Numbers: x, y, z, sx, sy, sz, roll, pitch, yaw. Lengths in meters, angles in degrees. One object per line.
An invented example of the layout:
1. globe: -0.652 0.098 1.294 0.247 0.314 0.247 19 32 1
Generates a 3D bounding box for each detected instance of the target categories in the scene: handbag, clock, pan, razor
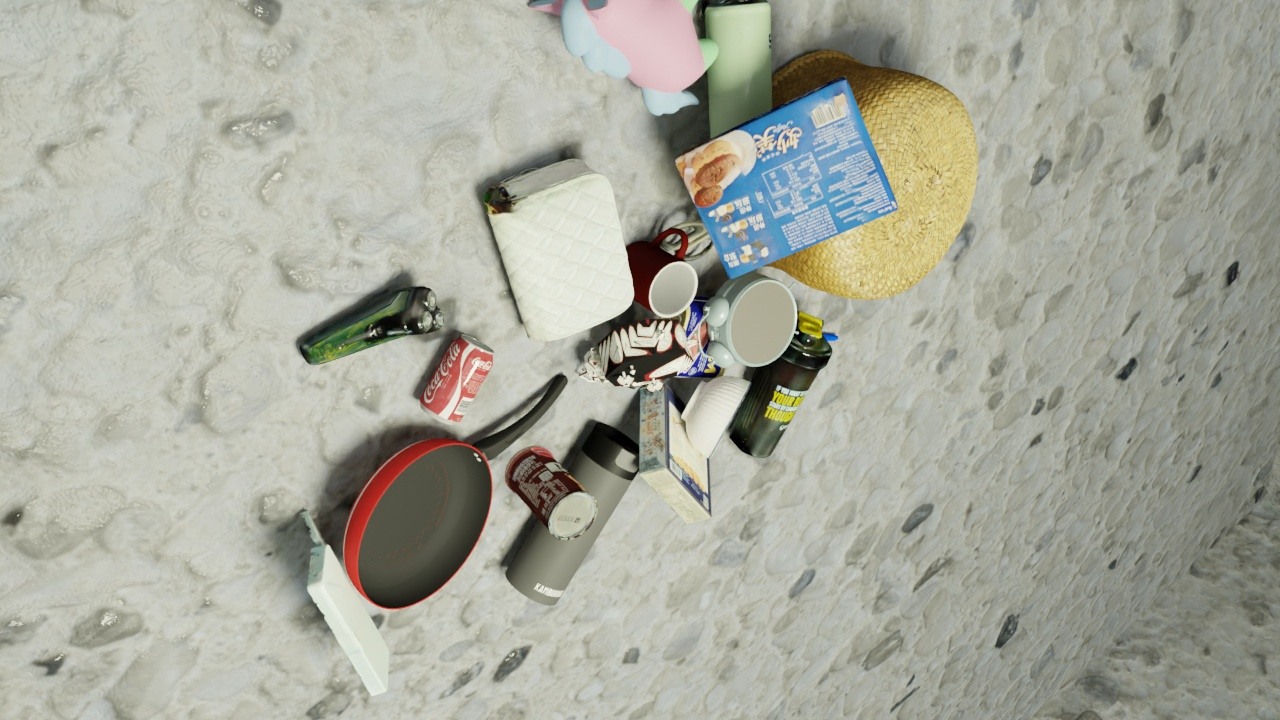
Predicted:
1. handbag: -0.093 -0.127 1.057 0.138 0.072 0.195 -23 127 -15
2. clock: 0.140 -0.050 1.210 0.159 0.045 0.123 -20 114 -29
3. pan: -0.216 0.138 1.108 0.355 0.067 0.209 -51 147 -26
4. clock: -0.007 0.006 1.162 0.155 0.065 0.114 -25 157 31
5. razor: -0.284 -0.032 0.971 0.151 0.067 0.054 -24 123 -14

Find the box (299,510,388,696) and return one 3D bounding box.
1. box: -0.337 0.277 1.053 0.040 0.134 0.197 -18 125 -8

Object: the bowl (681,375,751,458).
1. bowl: 0.096 0.067 1.242 0.118 0.062 0.118 -60 174 -11

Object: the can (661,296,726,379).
1. can: 0.074 -0.032 1.242 0.092 0.056 0.116 2 113 -36

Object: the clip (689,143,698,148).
1. clip: 0.080 -0.252 1.158 0.058 0.050 0.102 21 100 -34

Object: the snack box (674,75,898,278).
1. snack box: 0.165 -0.205 1.037 0.203 0.069 0.155 -22 106 19

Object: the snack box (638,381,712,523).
1. snack box: 0.049 0.127 1.257 0.043 0.144 0.144 -19 136 22

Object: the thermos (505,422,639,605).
1. thermos: -0.086 0.206 1.236 0.082 0.082 0.240 27 96 -43

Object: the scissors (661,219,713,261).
1. scissors: 0.095 -0.179 1.147 0.121 0.012 0.172 7 144 -25

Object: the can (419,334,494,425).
1. can: -0.211 0.022 1.061 0.054 0.054 0.096 26 97 -42

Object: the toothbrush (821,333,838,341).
1. toothbrush: 0.236 -0.031 1.390 0.182 0.016 0.018 -2 120 -36

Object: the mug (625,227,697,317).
1. mug: 0.024 -0.117 1.139 0.073 0.082 0.106 12 106 -40

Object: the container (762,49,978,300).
1. container: 0.289 -0.236 1.198 0.306 0.197 0.307 -18 122 -30

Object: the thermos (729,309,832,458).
1. thermos: 0.203 0.035 1.340 0.098 0.098 0.221 -1 125 -36

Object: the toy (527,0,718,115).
1. toy: -0.005 -0.346 0.980 0.170 0.120 0.222 -43 132 -23

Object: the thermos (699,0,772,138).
1. thermos: 0.112 -0.349 1.070 0.082 0.082 0.232 -18 116 -29

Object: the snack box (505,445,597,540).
1. snack box: -0.114 0.168 1.168 0.072 0.121 0.072 -17 122 -29
